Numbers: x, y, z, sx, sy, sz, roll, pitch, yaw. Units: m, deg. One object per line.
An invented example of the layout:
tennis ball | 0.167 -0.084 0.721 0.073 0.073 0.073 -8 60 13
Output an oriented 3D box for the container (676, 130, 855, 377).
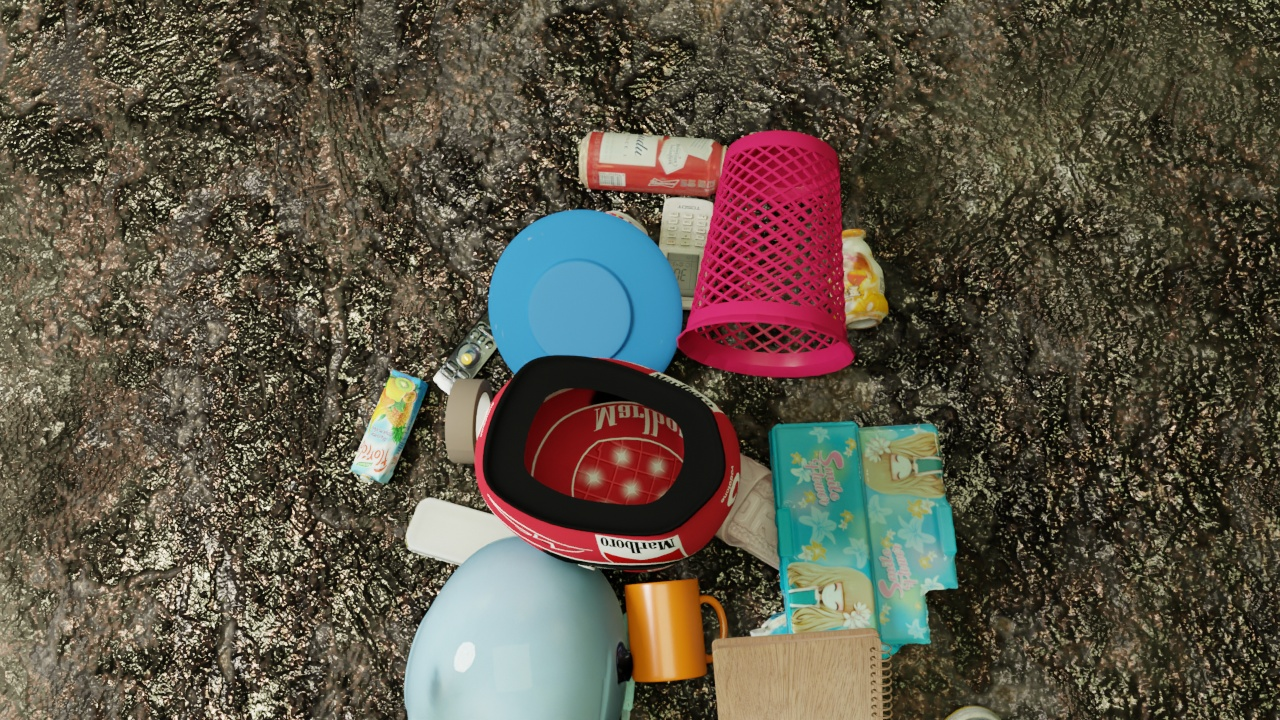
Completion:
container | 0.143 -0.116 0.990 0.183 0.183 0.225 6 74 5

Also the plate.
plate | -0.066 -0.053 1.014 0.224 0.024 0.224 3 103 12

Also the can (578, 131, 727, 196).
can | 0.015 -0.230 1.079 0.170 0.067 0.067 5 77 5

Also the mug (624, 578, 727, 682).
mug | 0.042 0.279 0.961 0.112 0.078 0.096 1 75 -25

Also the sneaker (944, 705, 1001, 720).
sneaker | 0.307 0.455 0.871 0.086 0.122 0.238 16 80 6

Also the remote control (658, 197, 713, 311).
remote control | 0.051 -0.124 1.072 0.060 0.025 0.138 5 77 5

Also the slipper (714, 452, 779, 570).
slipper | 0.109 0.153 0.985 0.239 0.064 0.094 31 81 9

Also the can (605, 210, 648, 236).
can | -0.040 -0.115 1.057 0.064 0.064 0.104 30 81 10

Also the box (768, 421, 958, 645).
box | 0.229 0.174 0.933 0.182 0.039 0.226 -3 72 1

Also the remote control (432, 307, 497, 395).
remote control | -0.181 -0.023 1.069 0.041 0.020 0.151 37 83 10

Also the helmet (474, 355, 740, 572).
helmet | -0.025 0.105 0.890 0.271 0.224 0.197 13 74 20

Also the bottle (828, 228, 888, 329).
bottle | 0.242 -0.092 1.032 0.063 0.063 0.108 -5 77 3

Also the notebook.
notebook | 0.162 0.362 0.901 0.169 0.022 0.210 -5 108 3

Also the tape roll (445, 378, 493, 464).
tape roll | -0.187 0.067 1.010 0.030 0.094 0.093 3 77 4

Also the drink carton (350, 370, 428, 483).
drink carton | -0.284 0.077 1.043 0.044 0.038 0.128 19 79 8

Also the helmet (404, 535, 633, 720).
helmet | -0.123 0.310 0.904 0.225 0.167 0.265 6 86 6

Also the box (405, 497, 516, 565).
box | -0.152 0.204 1.002 0.210 0.045 0.065 14 77 8

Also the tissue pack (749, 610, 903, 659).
tissue pack | 0.196 0.284 0.949 0.144 0.062 0.093 -29 76 -4

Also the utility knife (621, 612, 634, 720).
utility knife | -0.013 0.327 0.979 0.022 0.015 0.120 10 77 -26
